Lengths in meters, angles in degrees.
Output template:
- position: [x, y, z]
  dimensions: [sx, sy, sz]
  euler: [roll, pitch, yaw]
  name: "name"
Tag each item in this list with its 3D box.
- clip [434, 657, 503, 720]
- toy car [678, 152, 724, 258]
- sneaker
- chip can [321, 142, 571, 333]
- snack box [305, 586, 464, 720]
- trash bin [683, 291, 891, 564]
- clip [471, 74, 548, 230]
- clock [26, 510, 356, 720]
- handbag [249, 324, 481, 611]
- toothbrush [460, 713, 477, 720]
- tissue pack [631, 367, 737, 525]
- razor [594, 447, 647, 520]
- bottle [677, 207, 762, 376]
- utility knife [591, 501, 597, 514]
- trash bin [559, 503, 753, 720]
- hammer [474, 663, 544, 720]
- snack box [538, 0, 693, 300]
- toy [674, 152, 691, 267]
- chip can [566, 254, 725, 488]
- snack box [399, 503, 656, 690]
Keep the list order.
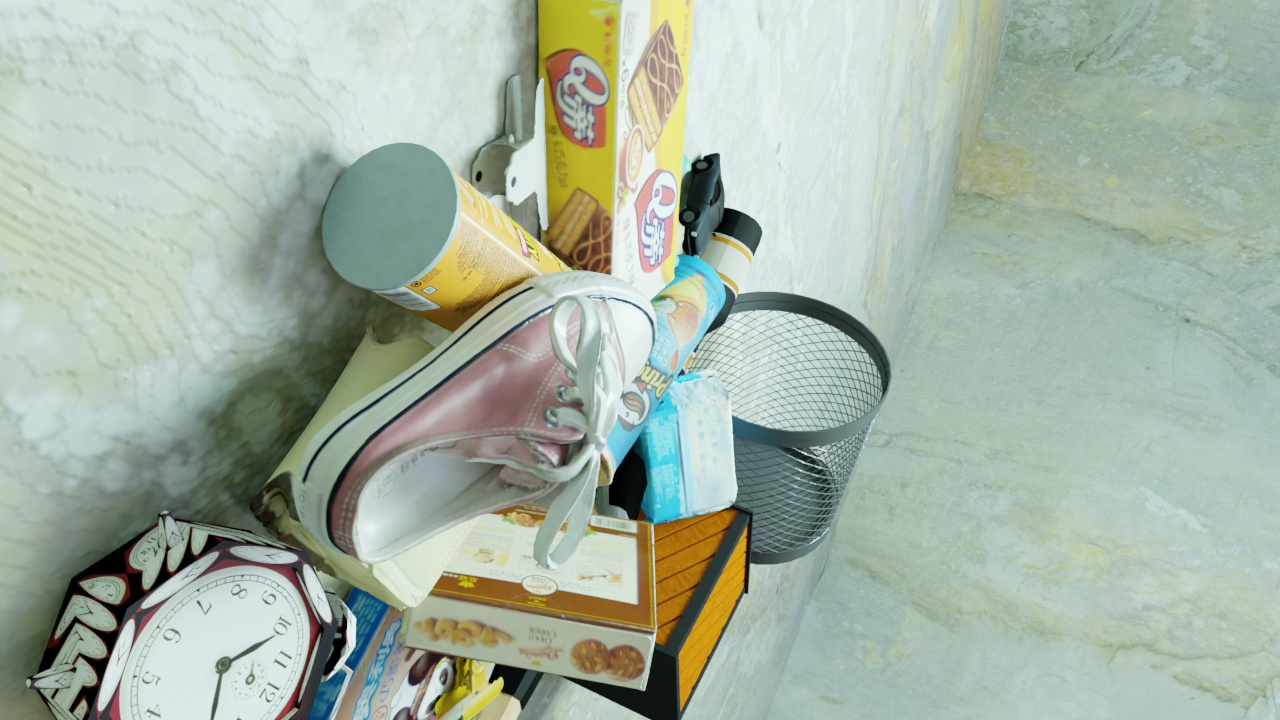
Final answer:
- position: [-0.117, 0.227, 0.647]
  dimensions: [0.049, 0.045, 0.054]
  euler: [-52, 165, 21]
  name: "clip"
- position: [0.060, -0.144, 0.850]
  dimensions: [0.046, 0.034, 0.111]
  euler: [79, 21, -51]
  name: "toy car"
- position: [-0.051, 0.025, 0.458]
  dimensions: [0.240, 0.088, 0.118]
  euler: [-37, 135, -45]
  name: "sneaker"
- position: [-0.087, -0.045, 0.536]
  dimensions: [0.075, 0.075, 0.215]
  euler: [-70, 158, -6]
  name: "chip can"
- position: [-0.163, 0.208, 0.608]
  dimensions: [0.087, 0.034, 0.151]
  euler: [-64, 157, -19]
  name: "snack box"
- position: [0.141, 0.080, 1.013]
  dimensions: [0.217, 0.218, 0.228]
  euler: [-51, 154, -43]
  name: "trash bin"
- position: [-0.086, -0.122, 0.572]
  dimensions: [0.058, 0.050, 0.102]
  euler: [-39, 141, -43]
  name: "clip"
- position: [-0.196, 0.141, 0.427]
  dimensions: [0.114, 0.065, 0.155]
  euler: [-61, 141, -28]
  name: "clock"
- position: [-0.137, 0.060, 0.492]
  dimensions: [0.119, 0.081, 0.111]
  euler: [-59, 150, -26]
  name: "handbag"
- position: [-0.136, 0.291, 0.771]
  dimensions: [0.166, 0.013, 0.013]
  euler: [-47, 148, -44]
  name: "toothbrush"
- position: [0.038, 0.079, 0.857]
  dimensions: [0.061, 0.092, 0.144]
  euler: [-134, -145, -65]
  name: "tissue pack"
- position: [-0.020, 0.106, 0.777]
  dimensions: [0.057, 0.060, 0.156]
  euler: [66, -5, -16]
  name: "razor"
- position: [0.062, -0.061, 0.908]
  dimensions: [0.181, 0.059, 0.059]
  euler: [-66, 158, -15]
  name: "bottle"
- position: [-0.020, 0.117, 0.895]
  dimensions: [0.017, 0.030, 0.178]
  euler: [-43, -177, 46]
  name: "utility knife"
- position: [0.011, 0.229, 0.901]
  dimensions: [0.171, 0.140, 0.140]
  euler: [-53, 152, -39]
  name: "trash bin"
- position: [-0.112, 0.276, 0.709]
  dimensions: [0.327, 0.131, 0.039]
  euler: [-63, 158, -45]
  name: "hammer"
- position: [-0.018, -0.146, 0.645]
  dimensions: [0.109, 0.062, 0.231]
  euler: [-45, 145, -50]
  name: "snack box"
- position: [0.016, -0.129, 0.772]
  dimensions: [0.085, 0.033, 0.105]
  euler: [-2, 100, -62]
  name: "toy"
- position: [-0.005, 0.005, 0.780]
  dimensions: [0.228, 0.080, 0.080]
  euler: [-55, 153, -38]
  name: "chip can"
- position: [-0.064, 0.139, 0.583]
  dimensions: [0.147, 0.143, 0.041]
  euler: [-92, -167, -75]
  name: "snack box"
